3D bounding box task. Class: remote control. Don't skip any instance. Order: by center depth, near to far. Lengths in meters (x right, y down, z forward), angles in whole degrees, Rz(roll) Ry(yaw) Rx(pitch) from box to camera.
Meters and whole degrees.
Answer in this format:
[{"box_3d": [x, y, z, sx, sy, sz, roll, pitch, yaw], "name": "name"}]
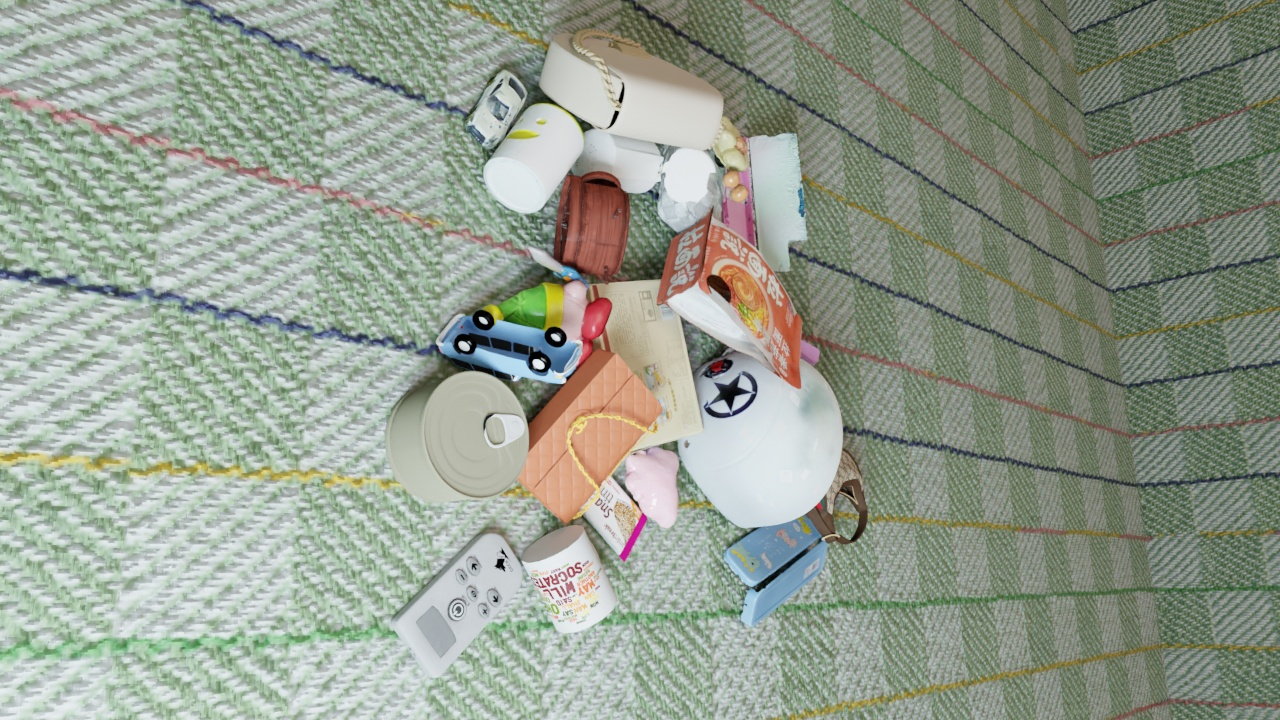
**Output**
[{"box_3d": [-0.179, 0.242, 0.933, 0.150, 0.019, 0.074, -44, 111, -43], "name": "remote control"}]

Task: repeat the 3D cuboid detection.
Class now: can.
[{"box_3d": [-0.185, 0.080, 0.929, 0.127, 0.073, 0.127, 14, 69, -44], "name": "can"}]

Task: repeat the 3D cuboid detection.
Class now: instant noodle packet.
[{"box_3d": [0.135, -0.072, 1.203, 0.221, 0.084, 0.164, 40, 35, -21], "name": "instant noodle packet"}]

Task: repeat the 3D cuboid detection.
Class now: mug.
[{"box_3d": [-0.073, 0.233, 1.014, 0.089, 0.074, 0.105, 66, 23, -11], "name": "mug"}, {"box_3d": [-0.124, -0.236, 1.071, 0.082, 0.083, 0.105, 47, 51, -27], "name": "mug"}]

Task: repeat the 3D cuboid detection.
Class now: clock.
[{"box_3d": [-0.060, -0.161, 1.092, 0.072, 0.157, 0.121, 6, 113, -12], "name": "clock"}]

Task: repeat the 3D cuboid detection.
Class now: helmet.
[{"box_3d": [0.189, 0.094, 1.255, 0.236, 0.164, 0.263, 51, 48, -26], "name": "helmet"}]

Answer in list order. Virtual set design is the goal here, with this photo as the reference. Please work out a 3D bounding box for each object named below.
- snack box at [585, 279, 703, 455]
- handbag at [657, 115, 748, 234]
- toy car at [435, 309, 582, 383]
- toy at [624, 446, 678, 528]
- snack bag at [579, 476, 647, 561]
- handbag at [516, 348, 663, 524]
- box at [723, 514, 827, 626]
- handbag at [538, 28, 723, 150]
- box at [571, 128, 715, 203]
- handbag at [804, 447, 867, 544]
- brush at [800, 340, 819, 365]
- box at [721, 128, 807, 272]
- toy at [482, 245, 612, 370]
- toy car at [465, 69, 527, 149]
[{"box_3d": [-0.007, 0.007, 1.149, 0.153, 0.055, 0.207, -10, 87, -47], "name": "snack box"}, {"box_3d": [0.091, -0.254, 1.272, 0.112, 0.124, 0.171, 39, 54, -52], "name": "handbag"}, {"box_3d": [-0.136, -0.009, 0.967, 0.056, 0.153, 0.055, -63, 160, -45], "name": "toy car"}, {"box_3d": [0.014, 0.151, 1.136, 0.093, 0.050, 0.102, 23, 54, -40], "name": "toy"}, {"box_3d": [-0.060, 0.150, 1.085, 0.196, 0.016, 0.070, 52, 49, -24], "name": "snack bag"}, {"box_3d": [-0.057, 0.088, 1.026, 0.171, 0.060, 0.109, -49, 120, -14], "name": "handbag"}, {"box_3d": [0.201, 0.285, 1.300, 0.209, 0.049, 0.120, -20, 95, -48], "name": "box"}, {"box_3d": [-0.015, -0.328, 1.134, 0.210, 0.208, 0.103, 1, 123, -35], "name": "handbag"}, {"box_3d": [0.003, -0.246, 1.169, 0.136, 0.144, 0.083, -7, 107, -49], "name": "box"}, {"box_3d": [0.293, 0.209, 1.383, 0.166, 0.063, 0.138, -16, 78, -58], "name": "handbag"}, {"box_3d": [0.169, -0.071, 1.300, 0.228, 0.043, 0.089, 33, 43, -9], "name": "brush"}, {"box_3d": [0.169, -0.242, 1.394, 0.158, 0.066, 0.230, 1, 77, -22], "name": "box"}, {"box_3d": [-0.105, -0.053, 1.034, 0.131, 0.124, 0.096, 27, 31, -7], "name": "toy"}, {"box_3d": [-0.166, -0.297, 1.080, 0.048, 0.033, 0.105, 44, 53, -32], "name": "toy car"}]
